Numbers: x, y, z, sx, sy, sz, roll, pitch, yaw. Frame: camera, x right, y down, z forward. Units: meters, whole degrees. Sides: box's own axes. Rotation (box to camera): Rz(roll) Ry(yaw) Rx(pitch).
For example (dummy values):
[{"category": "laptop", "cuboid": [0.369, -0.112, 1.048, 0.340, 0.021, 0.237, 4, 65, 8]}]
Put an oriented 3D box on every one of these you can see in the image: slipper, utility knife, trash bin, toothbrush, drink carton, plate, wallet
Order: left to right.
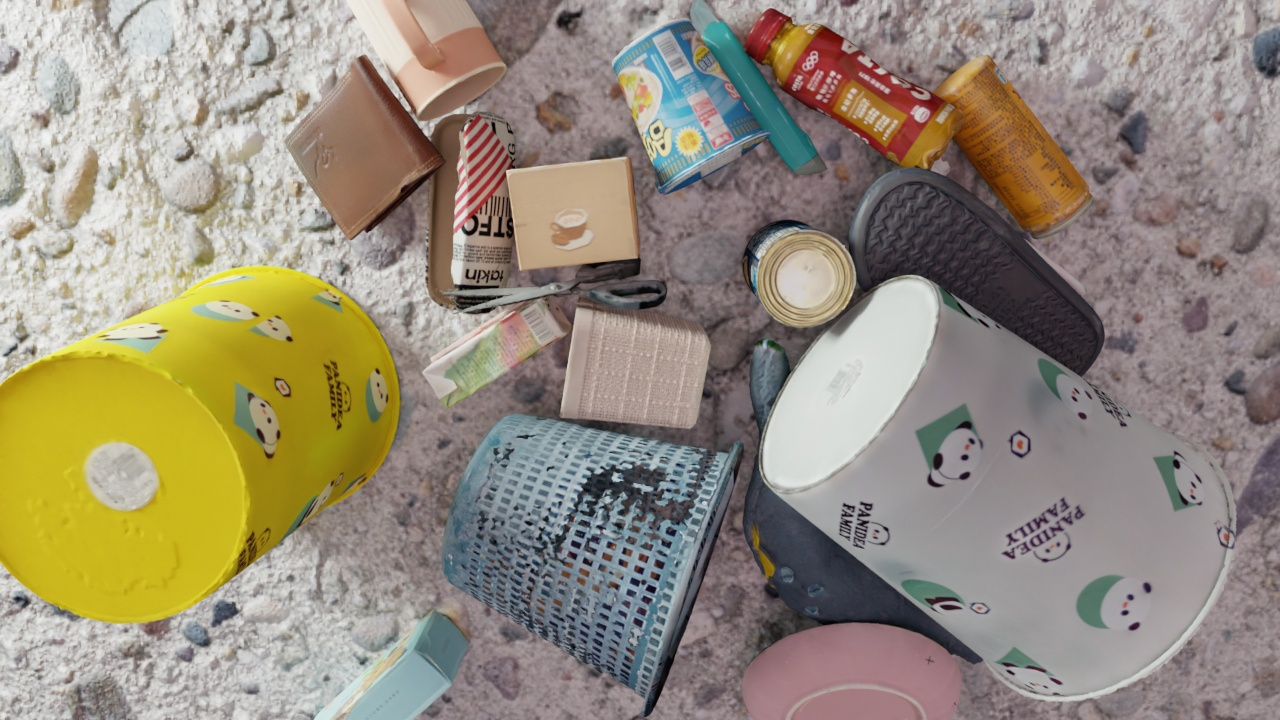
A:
[{"category": "trash bin", "cuboid": [-0.332, 0.055, 0.697, 0.229, 0.255, 0.230, 0, 102, 2]}, {"category": "wallet", "cuboid": [-0.224, -0.168, 0.734, 0.125, 0.032, 0.101, -28, 101, 37]}, {"category": "drink carton", "cuboid": [-0.122, -0.011, 0.779, 0.122, 0.053, 0.045, -31, 98, 7]}, {"category": "trash bin", "cuboid": [-0.043, 0.141, 0.743, 0.195, 0.226, 0.227, 19, 102, 10]}, {"category": "utility knife", "cuboid": [0.094, -0.221, 0.748, 0.029, 0.013, 0.174, -35, 96, 6]}, {"category": "plate", "cuboid": [0.186, 0.303, 0.807, 0.192, 0.039, 0.193, 2, 129, 2]}, {"category": "slipper", "cuboid": [0.265, -0.063, 0.752, 0.268, 0.083, 0.111, 31, 108, -23]}, {"category": "trash bin", "cuboid": [0.241, 0.083, 0.668, 0.252, 0.229, 0.230, 34, 101, -13]}, {"category": "toothbrush", "cuboid": [0.305, -0.112, 0.765, 0.180, 0.016, 0.016, 38, 95, -6]}]

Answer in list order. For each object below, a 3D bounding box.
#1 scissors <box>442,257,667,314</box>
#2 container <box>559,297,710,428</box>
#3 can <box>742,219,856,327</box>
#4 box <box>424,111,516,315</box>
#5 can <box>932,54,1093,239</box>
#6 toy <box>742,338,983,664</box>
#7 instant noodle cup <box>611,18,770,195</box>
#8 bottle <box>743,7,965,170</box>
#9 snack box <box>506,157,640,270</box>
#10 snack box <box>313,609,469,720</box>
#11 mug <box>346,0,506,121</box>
[{"category": "scissors", "cuboid": [-0.060, -0.056, 0.727, 0.163, 0.164, 0.014, 18, 124, 19]}, {"category": "container", "cuboid": [-0.005, 0.004, 0.763, 0.111, 0.090, 0.090, 9, 102, -4]}, {"category": "can", "cuboid": [0.123, -0.071, 0.729, 0.075, 0.111, 0.075, 0, 102, 1]}, {"category": "box", "cuboid": [-0.145, -0.121, 0.758, 0.086, 0.076, 0.163, 10, 102, 35]}, {"category": "can", "cuboid": [0.293, -0.169, 0.730, 0.058, 0.058, 0.146, -40, 99, 9]}, {"category": "toy", "cuboid": [0.163, 0.146, 0.786, 0.138, 0.091, 0.356, -32, 103, 6]}, {"category": "instant noodle cup", "cuboid": [0.033, -0.200, 0.717, 0.099, 0.099, 0.110, -28, 94, 7]}, {"category": "bottle", "cuboid": [0.162, -0.211, 0.711, 0.175, 0.057, 0.057, 36, 101, 10]}, {"category": "snack box", "cuboid": [-0.050, -0.119, 0.732, 0.093, 0.094, 0.077, -5, 103, 2]}, {"category": "snack box", "cuboid": [-0.239, 0.313, 0.844, 0.175, 0.074, 0.051, -42, 99, 9]}, {"category": "mug", "cuboid": [-0.167, -0.250, 0.697, 0.082, 0.114, 0.106, -30, 98, 7]}]
